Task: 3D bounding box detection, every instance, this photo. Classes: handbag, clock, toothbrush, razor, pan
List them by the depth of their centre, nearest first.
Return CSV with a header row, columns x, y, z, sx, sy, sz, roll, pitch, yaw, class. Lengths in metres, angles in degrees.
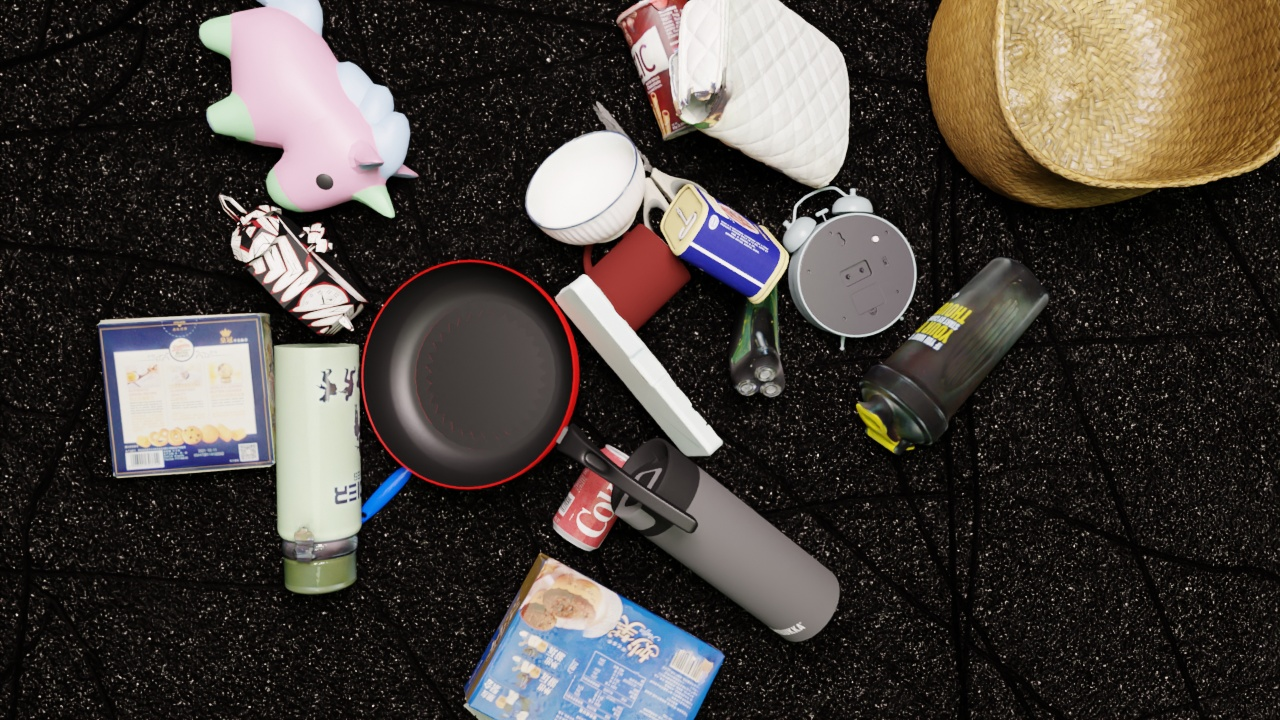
x,y,z,sx,sy,sz,roll,pitch,yaw,class
-0.310,-0.096,0.822,0.065,0.114,0.154,-43,115,-3,clock
-0.096,0.051,0.836,0.356,0.067,0.209,32,95,12,pan
0.113,-0.249,0.847,0.194,0.073,0.138,15,74,-43,handbag
-0.215,0.094,0.900,0.016,0.018,0.182,44,88,-8,toothbrush
0.120,-0.039,0.911,0.054,0.067,0.151,5,85,-13,razor
0.207,-0.097,0.927,0.122,0.045,0.159,-26,96,-5,clock

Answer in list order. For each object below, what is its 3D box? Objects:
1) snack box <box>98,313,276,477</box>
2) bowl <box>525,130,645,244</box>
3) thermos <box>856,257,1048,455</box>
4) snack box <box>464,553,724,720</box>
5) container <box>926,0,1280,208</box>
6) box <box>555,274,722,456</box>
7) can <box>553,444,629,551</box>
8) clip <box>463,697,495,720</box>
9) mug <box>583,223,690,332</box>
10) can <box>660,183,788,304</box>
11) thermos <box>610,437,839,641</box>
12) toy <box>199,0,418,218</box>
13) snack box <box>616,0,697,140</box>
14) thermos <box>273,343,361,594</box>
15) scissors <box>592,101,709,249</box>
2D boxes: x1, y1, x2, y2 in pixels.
x,y,z,sx,sy,sz,roll,pitch,yaw,class
-0.418,0.031,0.858,0.144,0.042,0.145,-3,95,-7,snack box
-0.043,-0.153,0.870,0.118,0.118,0.062,-42,137,-3,bowl
0.312,-0.003,0.928,0.220,0.098,0.098,-45,98,-8,thermos
-0.045,0.306,0.899,0.202,0.069,0.155,31,79,-9,snack box
0.432,-0.298,0.864,0.307,0.196,0.307,-1,96,-7,container
-0.008,0.008,0.861,0.040,0.135,0.197,-40,98,-13,box
-0.042,0.135,0.908,0.054,0.054,0.096,32,90,-8,can
-0.125,0.364,0.922,0.058,0.050,0.102,-41,99,10,clip
-0.017,-0.088,0.892,0.082,0.073,0.105,-44,70,-2,mug
0.076,-0.112,0.863,0.092,0.116,0.057,28,108,-19,can
0.083,0.176,0.885,0.240,0.082,0.082,40,89,-22,thermos
-0.295,-0.237,0.825,0.171,0.120,0.222,-3,96,3,toy
0.032,-0.280,0.877,0.072,0.072,0.121,-22,98,-5,snack box
-0.302,0.101,0.858,0.082,0.082,0.231,1,94,-7,thermos
0.016,-0.192,0.911,0.121,0.012,0.171,-12,94,-10,scissors
